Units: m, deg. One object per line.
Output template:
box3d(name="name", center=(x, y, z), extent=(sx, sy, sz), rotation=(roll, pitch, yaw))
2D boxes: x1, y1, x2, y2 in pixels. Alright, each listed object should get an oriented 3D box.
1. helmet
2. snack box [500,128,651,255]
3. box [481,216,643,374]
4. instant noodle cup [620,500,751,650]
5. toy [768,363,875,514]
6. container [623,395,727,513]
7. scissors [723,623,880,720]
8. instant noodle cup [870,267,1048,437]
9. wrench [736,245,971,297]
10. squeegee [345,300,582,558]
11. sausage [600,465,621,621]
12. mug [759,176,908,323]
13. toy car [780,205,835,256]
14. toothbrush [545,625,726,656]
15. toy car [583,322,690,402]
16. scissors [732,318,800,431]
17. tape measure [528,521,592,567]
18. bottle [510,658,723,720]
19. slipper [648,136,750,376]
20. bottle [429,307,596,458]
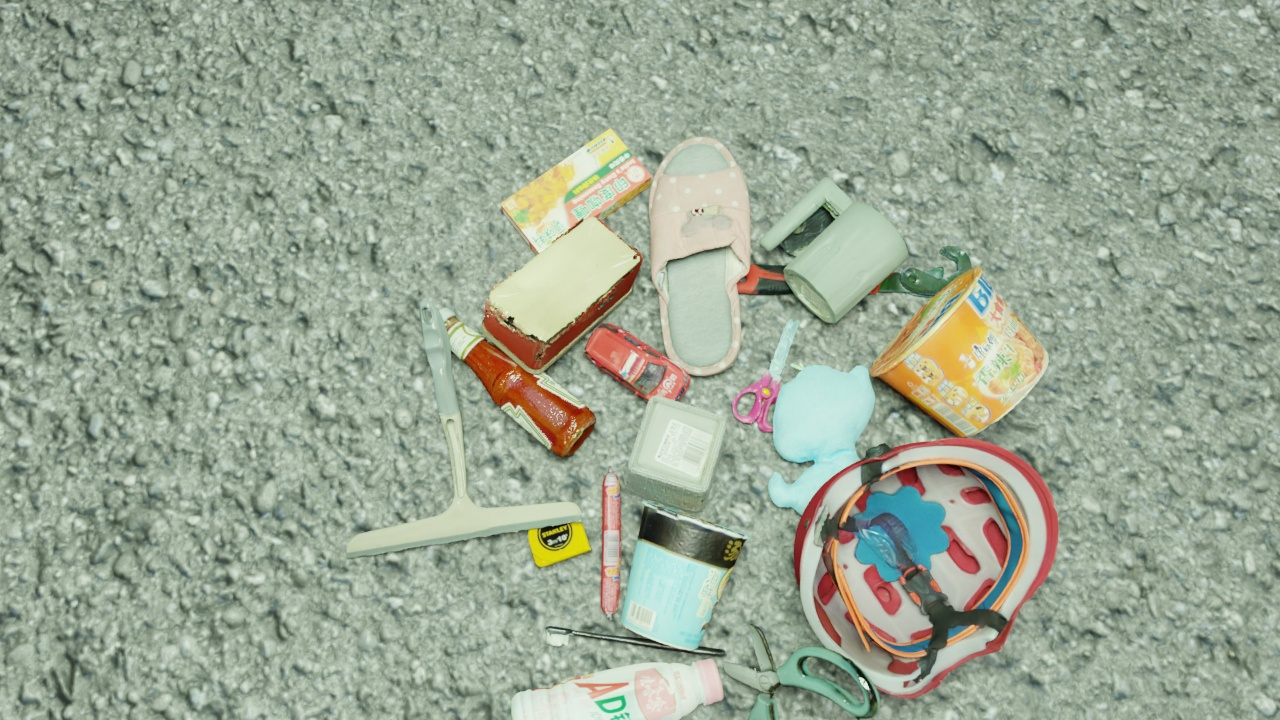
box3d(name="helmet", center=(0.252, 0.173, 0.864), extent=(0.240, 0.144, 0.207), rotation=(-36, 93, 0))
box3d(name="snack box", center=(-0.072, -0.187, 1.032), extent=(0.155, 0.027, 0.077), rotation=(-37, 79, -9))
box3d(name="box", center=(-0.080, -0.076, 0.948), extent=(0.091, 0.080, 0.167), rotation=(40, 58, 10))
box3d(name="instant noodle cup", center=(0.037, 0.210, 0.888), extent=(0.111, 0.111, 0.120), rotation=(17, 83, 5))
box3d(name="toy", center=(0.186, 0.078, 0.947), extent=(0.161, 0.050, 0.156), rotation=(-34, 87, -7))
box3d(name="container", center=(0.035, 0.092, 0.908), extent=(0.090, 0.114, 0.090), rotation=(16, 74, 5))
box3d(name="scissors", center=(0.147, 0.330, 0.838), extent=(0.019, 0.174, 0.170), rotation=(-11, 93, -46))
box3d(name="instant noodle cup", center=(0.324, -0.002, 0.925), extent=(0.111, 0.151, 0.151), rotation=(44, 78, 3))
box3d(name="wrench", center=(0.229, -0.093, 1.011), extent=(0.273, 0.016, 0.056), rotation=(-3, 75, -1))
box3d(name="squeegee", center=(-0.197, 0.061, 0.941), extent=(0.246, 0.039, 0.246), rotation=(-10, 87, 6))
box3d(name="sausage", center=(-0.030, 0.184, 0.932), extent=(0.020, 0.020, 0.155), rotation=(0, 74, 0))
box3d(name="mug", center=(0.200, -0.116, 0.965), extent=(0.103, 0.084, 0.124), rotation=(-43, 83, -5))
box3d(name="toy car", center=(0.192, -0.152, 1.016), extent=(0.090, 0.043, 0.034), rotation=(-33, 50, -12))
box3d(name="toothbrush", center=(-0.005, 0.281, 0.907), extent=(0.181, 0.016, 0.018), rotation=(5, 80, 2))
box3d(name="toy car", center=(-0.006, 0.006, 0.959), extent=(0.120, 0.045, 0.053), rotation=(32, 96, 16))
box3d(name="scissors", center=(0.148, 0.013, 0.984), extent=(0.063, 0.017, 0.135), rotation=(25, 72, 7))
box3d(name="tape measure", center=(-0.084, 0.177, 0.929), extent=(0.060, 0.029, 0.057), rotation=(-19, 76, -5))
box3d(name="bottle", center=(-0.020, 0.327, 0.870), extent=(0.197, 0.068, 0.068), rotation=(-11, 75, -7))
box3d(name="slipper", center=(0.063, -0.118, 0.990), extent=(0.114, 0.054, 0.274), rotation=(-2, 77, 10))
box3d(name="bottle", center=(-0.139, 0.018, 0.959), extent=(0.206, 0.060, 0.059), rotation=(39, 78, 10))
